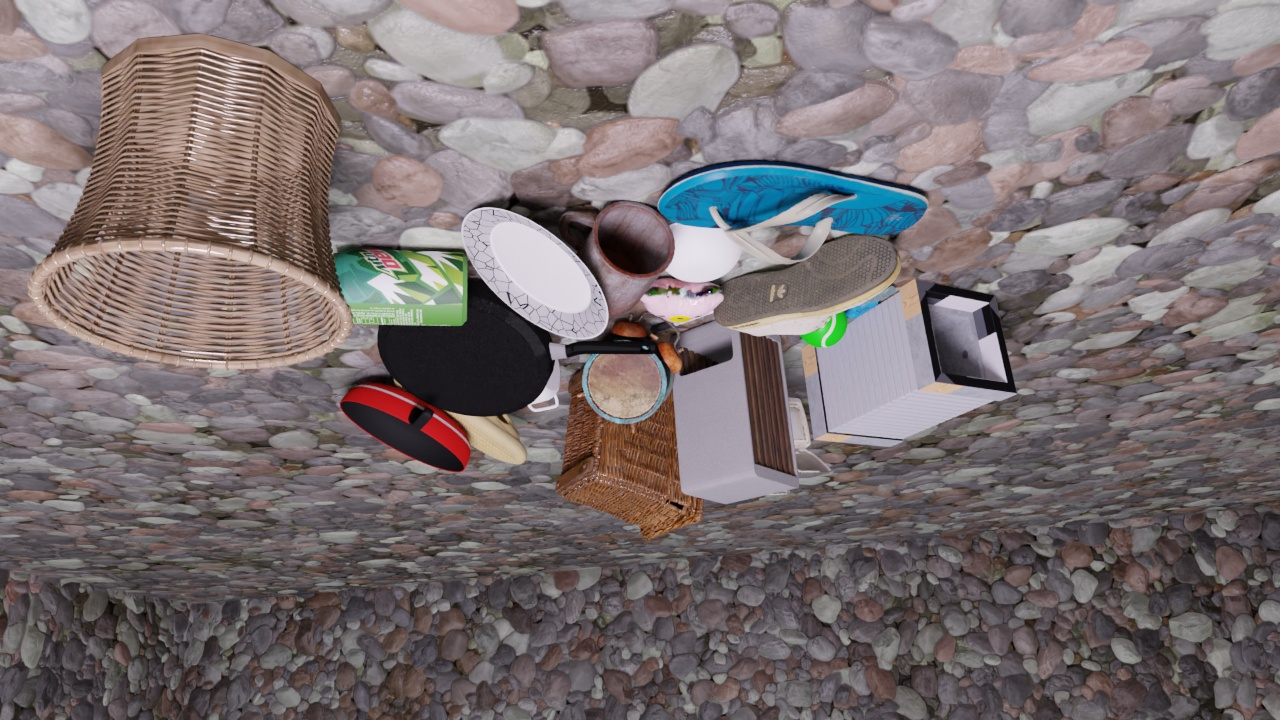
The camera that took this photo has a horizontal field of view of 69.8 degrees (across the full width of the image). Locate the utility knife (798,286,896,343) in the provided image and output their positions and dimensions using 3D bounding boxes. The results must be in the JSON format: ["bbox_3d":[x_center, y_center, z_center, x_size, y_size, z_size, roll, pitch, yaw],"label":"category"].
[{"bbox_3d":[0.285,-0.060,1.260,0.031,0.015,0.196,2,157,-27],"label":"utility knife"}]

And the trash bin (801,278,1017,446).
[{"bbox_3d":[0.364,0.013,1.282,0.142,0.142,0.248,7,156,-26],"label":"trash bin"}]

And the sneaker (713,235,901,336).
[{"bbox_3d":[0.209,-0.073,1.105,0.242,0.088,0.102,-14,149,38],"label":"sneaker"}]

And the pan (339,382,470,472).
[{"bbox_3d":[-0.325,0.087,1.322,0.209,0.067,0.357,32,156,-13],"label":"pan"}]

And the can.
[{"bbox_3d":[-0.266,-0.081,1.021,0.144,0.083,0.083,1,158,-11],"label":"can"}]

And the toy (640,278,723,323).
[{"bbox_3d":[0.046,-0.073,1.139,0.102,0.050,0.093,2,163,-8],"label":"toy"}]

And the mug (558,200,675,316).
[{"bbox_3d":[-0.037,-0.115,0.987,0.123,0.096,0.110,32,147,-5],"label":"mug"}]

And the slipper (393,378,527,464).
[{"bbox_3d":[-0.260,0.072,1.409,0.111,0.079,0.261,4,150,48],"label":"slipper"}]

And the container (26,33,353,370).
[{"bbox_3d":[-0.348,-0.124,0.748,0.227,0.196,0.227,-3,158,-1],"label":"container"}]

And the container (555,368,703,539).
[{"bbox_3d":[-0.014,0.115,1.368,0.183,0.249,0.163,18,151,-24],"label":"container"}]

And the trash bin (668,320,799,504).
[{"bbox_3d":[0.127,0.068,1.264,0.115,0.228,0.114,-20,154,35],"label":"trash bin"}]

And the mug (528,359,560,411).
[{"bbox_3d":[-0.153,0.023,1.268,0.068,0.094,0.116,-13,119,19],"label":"mug"}]

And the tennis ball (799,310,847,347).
[{"bbox_3d":[0.239,-0.049,1.209,0.065,0.065,0.065,-3,158,-1],"label":"tennis ball"}]

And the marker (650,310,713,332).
[{"bbox_3d":[0.076,-0.061,1.226,0.152,0.011,0.011,-18,154,31],"label":"marker"}]

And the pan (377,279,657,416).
[{"bbox_3d":[-0.157,-0.009,1.152,0.356,0.034,0.226,0,135,8],"label":"pan"}]

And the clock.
[{"bbox_3d":[-0.007,0.007,1.242,0.121,0.158,0.073,33,-166,1],"label":"clock"}]

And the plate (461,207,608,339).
[{"bbox_3d":[-0.110,-0.095,0.988,0.189,0.016,0.189,27,151,16],"label":"plate"}]

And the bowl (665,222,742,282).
[{"bbox_3d":[0.068,-0.117,1.044,0.110,0.040,0.110,-3,158,-1],"label":"bowl"}]

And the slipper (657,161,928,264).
[{"bbox_3d":[0.166,-0.150,0.956,0.294,0.060,0.118,2,154,-15],"label":"slipper"}]

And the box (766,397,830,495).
[{"bbox_3d":[0.225,0.135,1.528,0.145,0.185,0.066,0,133,-22],"label":"box"}]
